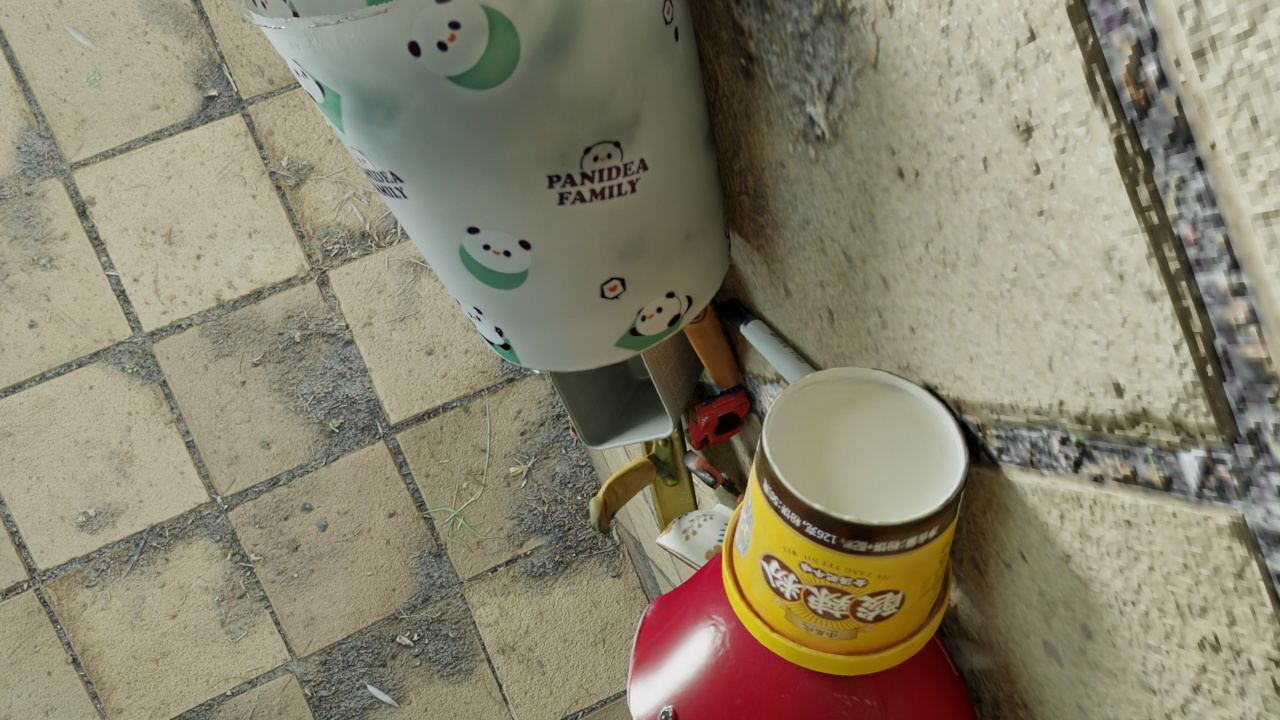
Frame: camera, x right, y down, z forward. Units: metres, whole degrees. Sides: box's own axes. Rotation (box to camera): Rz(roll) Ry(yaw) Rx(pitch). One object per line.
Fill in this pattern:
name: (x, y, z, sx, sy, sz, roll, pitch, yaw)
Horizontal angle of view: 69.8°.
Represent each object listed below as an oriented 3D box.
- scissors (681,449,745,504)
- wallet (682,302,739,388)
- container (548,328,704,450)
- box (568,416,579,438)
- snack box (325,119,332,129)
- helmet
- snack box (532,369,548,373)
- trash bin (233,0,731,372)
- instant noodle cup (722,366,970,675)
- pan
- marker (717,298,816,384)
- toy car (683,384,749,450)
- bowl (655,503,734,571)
scissors: (0.079, 0.114, 0.812, 0.189, 0.015, 0.227, 40, 178, -40)
wallet: (0.036, -0.044, 0.703, 0.107, 0.031, 0.132, 63, -177, 27)
container: (-0.005, 0.005, 0.781, 0.090, 0.090, 0.114, 66, -149, -19)
box: (-0.044, 0.024, 1.029, 0.168, 0.080, 0.091, -68, -28, -71)
snack box: (-0.138, -0.264, 0.629, 0.070, 0.157, 0.210, -129, 41, -54)
helmet: (0.120, 0.199, 0.539, 0.240, 0.144, 0.206, 43, -170, 14)
snack box: (-0.057, -0.075, 0.831, 0.051, 0.074, 0.175, 38, 121, 49)
trash bin: (-0.062, -0.144, 0.541, 0.229, 0.229, 0.252, 57, 172, 47)
instant noodle cup: (0.102, 0.075, 0.452, 0.115, 0.118, 0.118, 89, 157, -46)
pan: (0.004, 0.095, 0.874, 0.357, 0.078, 0.198, -77, -25, -83)
marker: (0.085, -0.009, 0.609, 0.130, 0.022, 0.018, -126, 44, -56)
toy car: (0.066, 0.054, 0.784, 0.106, 0.049, 0.031, 95, 152, -68)
bowl: (0.076, 0.166, 0.812, 0.113, 0.062, 0.113, 31, 170, 6)
